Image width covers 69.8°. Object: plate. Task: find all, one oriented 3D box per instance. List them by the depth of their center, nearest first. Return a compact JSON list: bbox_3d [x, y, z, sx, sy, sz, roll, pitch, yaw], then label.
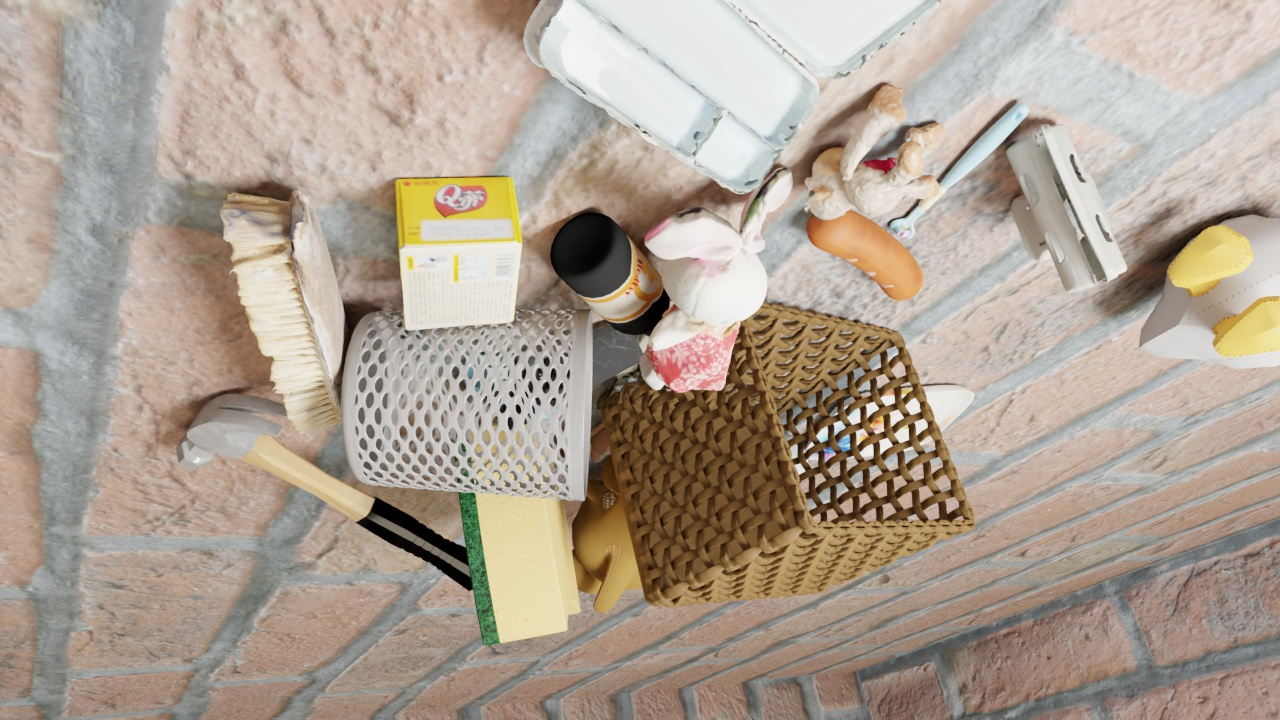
[{"bbox_3d":[0.309,0.078,1.162,0.186,0.016,0.187,-4,152,-13],"label":"plate"}]

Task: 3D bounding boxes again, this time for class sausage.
[{"bbox_3d":[0.197,-0.091,0.782,0.045,0.039,0.164,-27,149,33],"label":"sausage"}]

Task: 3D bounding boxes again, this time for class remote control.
[{"bbox_3d":[-0.069,0.013,0.838,0.146,0.045,0.008,-29,-172,-4],"label":"remote control"}]

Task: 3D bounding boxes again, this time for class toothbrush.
[{"bbox_3d":[0.248,-0.146,0.722,0.022,0.016,0.155,34,142,-2],"label":"toothbrush"}]

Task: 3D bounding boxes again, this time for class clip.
[{"bbox_3d":[0.328,-0.116,0.712,0.074,0.124,0.143,-20,177,20],"label":"clip"}]

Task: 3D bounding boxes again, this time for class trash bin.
[{"bbox_3d":[-0.134,0.033,0.751,0.183,0.156,0.157,2,152,-1],"label":"trash bin"}]

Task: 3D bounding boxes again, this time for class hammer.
[{"bbox_3d":[-0.284,0.140,0.905,0.328,0.039,0.131,38,133,-26],"label":"hammer"}]

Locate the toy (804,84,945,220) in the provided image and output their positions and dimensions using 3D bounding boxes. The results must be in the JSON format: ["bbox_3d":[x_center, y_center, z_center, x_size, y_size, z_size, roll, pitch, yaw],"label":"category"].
[{"bbox_3d":[0.166,-0.137,0.669,0.106,0.074,0.085,-27,162,35],"label":"toy"}]

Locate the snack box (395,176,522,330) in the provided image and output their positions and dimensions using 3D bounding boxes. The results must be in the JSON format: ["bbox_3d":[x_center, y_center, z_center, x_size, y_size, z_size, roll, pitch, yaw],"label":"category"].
[{"bbox_3d":[-0.132,-0.076,0.665,0.083,0.061,0.106,-4,152,-14],"label":"snack box"}]

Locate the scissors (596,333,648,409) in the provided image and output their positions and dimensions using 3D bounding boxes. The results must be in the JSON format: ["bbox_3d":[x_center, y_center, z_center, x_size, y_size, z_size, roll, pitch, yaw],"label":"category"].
[{"bbox_3d":[0.003,0.004,0.916,0.146,0.015,0.188,-14,154,5],"label":"scissors"}]

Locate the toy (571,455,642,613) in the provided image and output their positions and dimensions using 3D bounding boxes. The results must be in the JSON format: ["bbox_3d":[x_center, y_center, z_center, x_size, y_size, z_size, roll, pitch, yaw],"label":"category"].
[{"bbox_3d":[-0.007,0.188,1.129,0.162,0.198,0.204,28,125,-12],"label":"toy"}]

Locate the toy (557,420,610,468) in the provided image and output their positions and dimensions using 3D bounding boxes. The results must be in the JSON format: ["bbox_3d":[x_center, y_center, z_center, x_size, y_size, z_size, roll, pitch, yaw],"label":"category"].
[{"bbox_3d":[-0.043,0.087,1.027,0.054,0.041,0.102,24,133,-35],"label":"toy"}]

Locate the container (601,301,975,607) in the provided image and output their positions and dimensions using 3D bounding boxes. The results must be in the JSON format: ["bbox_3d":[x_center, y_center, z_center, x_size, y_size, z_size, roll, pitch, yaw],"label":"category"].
[{"bbox_3d":[0.138,0.102,0.910,0.251,0.219,0.215,8,147,-39],"label":"container"}]

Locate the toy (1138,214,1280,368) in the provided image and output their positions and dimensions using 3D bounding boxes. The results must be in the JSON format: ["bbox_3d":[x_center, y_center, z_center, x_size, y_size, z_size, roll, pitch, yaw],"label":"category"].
[{"bbox_3d":[0.597,-0.070,0.876,0.266,0.141,0.247,-11,160,-41],"label":"toy"}]

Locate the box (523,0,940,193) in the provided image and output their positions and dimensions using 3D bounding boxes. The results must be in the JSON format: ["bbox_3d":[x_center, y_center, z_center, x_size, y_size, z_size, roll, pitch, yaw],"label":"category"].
[{"bbox_3d":[0.058,-0.200,0.527,0.209,0.061,0.193,18,122,-44],"label":"box"}]

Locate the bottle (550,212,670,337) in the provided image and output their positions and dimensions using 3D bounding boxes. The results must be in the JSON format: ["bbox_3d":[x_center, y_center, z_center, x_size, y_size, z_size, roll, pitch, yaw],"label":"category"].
[{"bbox_3d":[-0.007,-0.053,0.757,0.059,0.059,0.181,-20,151,16],"label":"bottle"}]

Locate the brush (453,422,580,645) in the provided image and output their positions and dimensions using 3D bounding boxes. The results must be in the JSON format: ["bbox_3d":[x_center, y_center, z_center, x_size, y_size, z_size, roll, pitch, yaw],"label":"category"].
[{"bbox_3d":[-0.120,0.172,0.934,0.075,0.195,0.250,-10,169,-2],"label":"brush"}]

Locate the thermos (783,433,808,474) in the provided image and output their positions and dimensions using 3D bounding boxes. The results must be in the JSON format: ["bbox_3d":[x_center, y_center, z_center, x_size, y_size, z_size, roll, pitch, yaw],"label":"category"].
[{"bbox_3d":[0.111,0.144,1.072,0.229,0.068,0.068,-16,164,-48],"label":"thermos"}]

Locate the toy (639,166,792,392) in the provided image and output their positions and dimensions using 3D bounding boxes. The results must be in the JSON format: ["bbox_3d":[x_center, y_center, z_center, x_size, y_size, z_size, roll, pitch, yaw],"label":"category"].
[{"bbox_3d":[0.049,-0.050,0.694,0.158,0.084,0.195,-31,151,-40],"label":"toy"}]

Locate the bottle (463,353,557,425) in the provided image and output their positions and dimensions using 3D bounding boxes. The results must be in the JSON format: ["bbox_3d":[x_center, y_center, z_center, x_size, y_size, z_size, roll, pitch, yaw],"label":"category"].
[{"bbox_3d":[-0.119,0.032,0.895,0.040,0.040,0.130,-22,150,20],"label":"bottle"}]

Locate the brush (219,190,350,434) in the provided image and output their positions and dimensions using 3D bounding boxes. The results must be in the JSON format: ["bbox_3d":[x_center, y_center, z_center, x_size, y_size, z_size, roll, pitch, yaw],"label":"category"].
[{"bbox_3d":[-0.254,-0.026,0.691,0.056,0.083,0.272,-5,152,-12],"label":"brush"}]
